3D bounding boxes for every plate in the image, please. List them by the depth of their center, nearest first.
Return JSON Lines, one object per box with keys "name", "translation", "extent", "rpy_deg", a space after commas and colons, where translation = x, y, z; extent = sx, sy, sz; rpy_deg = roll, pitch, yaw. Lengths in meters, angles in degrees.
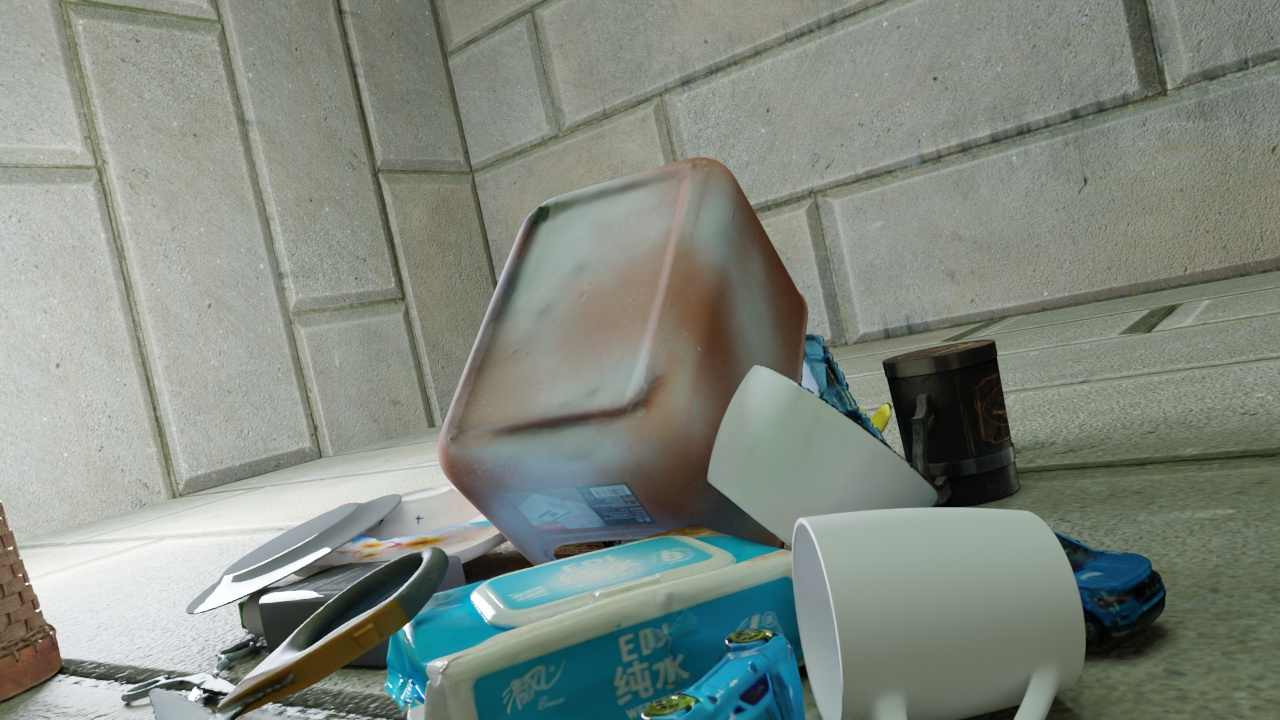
{"name": "plate", "translation": [-0.276, 0.147, 0.732], "extent": [0.178, 0.012, 0.178], "rpy_deg": [-25, 7, 3]}
{"name": "plate", "translation": [-0.184, 0.151, 0.776], "extent": [0.187, 0.016, 0.186], "rpy_deg": [-8, 3, 26]}
{"name": "plate", "translation": [-0.189, 0.128, 0.796], "extent": [0.104, 0.026, 0.104], "rpy_deg": [-9, 4, 0]}

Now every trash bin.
{"name": "trash bin", "translation": [-0.004, 0.004, 0.618], "extent": [0.182, 0.157, 0.259], "rpy_deg": [-10, 45, 28]}
{"name": "trash bin", "translation": [-0.555, 0.163, 0.707], "extent": [0.151, 0.210, 0.151], "rpy_deg": [-12, 3, 0]}

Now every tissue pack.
{"name": "tissue pack", "translation": [-0.011, 0.128, 0.434], "extent": [0.209, 0.066, 0.117], "rpy_deg": [-11, 3, -22]}

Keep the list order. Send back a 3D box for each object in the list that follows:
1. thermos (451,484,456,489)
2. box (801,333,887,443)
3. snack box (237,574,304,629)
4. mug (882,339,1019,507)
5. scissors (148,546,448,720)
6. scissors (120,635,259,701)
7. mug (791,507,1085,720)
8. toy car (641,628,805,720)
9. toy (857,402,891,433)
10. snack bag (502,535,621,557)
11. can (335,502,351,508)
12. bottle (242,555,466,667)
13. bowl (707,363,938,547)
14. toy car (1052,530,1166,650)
{"name": "thermos", "translation": [-0.141, 0.134, 0.961], "extent": [0.073, 0.073, 0.240], "rpy_deg": [-13, 2, -32]}
{"name": "box", "translation": [0.141, 0.007, 0.748], "extent": [0.094, 0.112, 0.231], "rpy_deg": [2, 30, -7]}
{"name": "snack box", "translation": [-0.247, 0.185, 0.805], "extent": [0.168, 0.027, 0.132], "rpy_deg": [-12, 3, -5]}
{"name": "mug", "translation": [0.217, 0.048, 0.660], "extent": [0.080, 0.107, 0.115], "rpy_deg": [-11, 3, 41]}
{"name": "scissors", "translation": [-0.170, 0.155, 0.395], "extent": [0.228, 0.016, 0.226], "rpy_deg": [-42, 24, -27]}
{"name": "scissors", "translation": [-0.274, 0.205, 0.601], "extent": [0.142, 0.014, 0.146], "rpy_deg": [-14, 0, 27]}
{"name": "mug", "translation": [0.111, 0.105, 0.336], "extent": [0.087, 0.081, 0.114], "rpy_deg": [-6, 33, -1]}
{"name": "toy car", "translation": [0.034, 0.129, 0.317], "extent": [0.032, 0.048, 0.105], "rpy_deg": [-12, 1, 34]}
{"name": "toy", "translation": [0.111, 0.078, 0.829], "extent": [0.213, 0.084, 0.149], "rpy_deg": [-13, 24, -32]}
{"name": "snack bag", "translation": [-0.060, 0.099, 0.792], "extent": [0.067, 0.139, 0.207], "rpy_deg": [-53, 5, 13]}
{"name": "can", "translation": [-0.301, 0.179, 0.964], "extent": [0.054, 0.054, 0.097], "rpy_deg": [-13, 2, -25]}
{"name": "bottle", "translation": [-0.209, 0.173, 0.635], "extent": [0.174, 0.046, 0.083], "rpy_deg": [-11, 2, 33]}
{"name": "bowl", "translation": [0.087, 0.061, 0.475], "extent": [0.065, 0.116, 0.116], "rpy_deg": [-53, 4, -2]}
{"name": "toy car", "translation": [0.168, 0.099, 0.414], "extent": [0.056, 0.043, 0.120], "rpy_deg": [-13, 3, -37]}
